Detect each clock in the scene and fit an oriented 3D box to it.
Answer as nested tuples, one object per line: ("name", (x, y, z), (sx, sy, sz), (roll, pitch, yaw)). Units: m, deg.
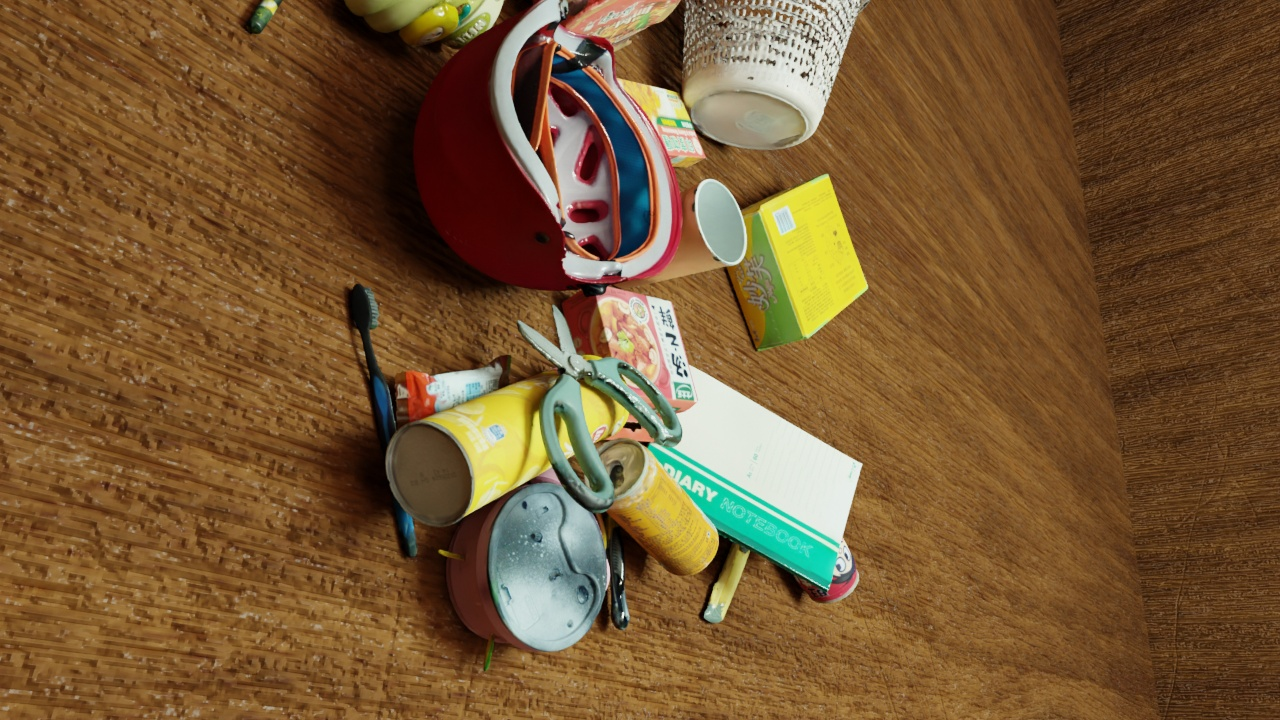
("clock", (-0.073, 0.144, 0.678), (0.158, 0.060, 0.117), (-27, 99, -51))

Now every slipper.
("slipper", (-0.142, -0.288, 0.713), (0.081, 0.092, 0.190), (62, 35, -20))

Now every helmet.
("helmet", (-0.077, -0.144, 0.705), (0.239, 0.144, 0.206), (22, 60, -60))

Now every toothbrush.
("toothbrush", (-0.239, -0.296, 0.652), (0.017, 0.012, 0.185), (37, 51, -32))
("toothbrush", (-0.172, 0.040, 0.624), (0.016, 0.014, 0.189), (-2, 80, -76))

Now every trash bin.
("trash bin", (0.135, -0.349, 1.007), (0.227, 0.228, 0.192), (24, 72, -46))

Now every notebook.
("notebook", (0.106, 0.107, 0.872), (0.209, 0.012, 0.150), (30, 52, -5))

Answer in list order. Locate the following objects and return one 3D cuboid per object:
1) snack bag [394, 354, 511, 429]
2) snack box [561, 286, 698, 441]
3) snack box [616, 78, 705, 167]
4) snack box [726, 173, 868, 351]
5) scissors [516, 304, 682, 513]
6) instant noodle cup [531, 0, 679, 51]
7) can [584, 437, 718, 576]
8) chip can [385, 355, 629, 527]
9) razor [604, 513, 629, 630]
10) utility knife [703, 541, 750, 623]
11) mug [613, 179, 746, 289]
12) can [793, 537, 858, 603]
("snack bag", (-0.133, 0.023, 0.666), (0.104, 0.026, 0.048), (-17, 115, -54))
("snack box", (-0.005, 0.005, 0.809), (0.113, 0.044, 0.127), (8, 62, -51))
("snack box", (0.012, -0.235, 0.918), (0.155, 0.027, 0.077), (-21, 88, -62))
("snack box", (0.182, -0.120, 1.087), (0.209, 0.070, 0.158), (-33, 105, -52))
("scissors", (-0.029, 0.043, 0.657), (0.170, 0.019, 0.178), (39, 34, -30))
("instant noodle cup", (-0.045, -0.350, 0.828), (0.137, 0.138, 0.108), (-28, 92, -52))
("can", (0.012, 0.123, 0.754), (0.146, 0.058, 0.058), (52, 41, -44))
("chip can", (-0.086, 0.050, 0.659), (0.212, 0.072, 0.072), (-23, 96, -61))
("razor", (-0.019, 0.154, 0.773), (0.042, 0.022, 0.142), (32, 52, -56))
("utility knife", (0.103, 0.181, 0.934), (0.031, 0.022, 0.212), (61, 34, -28))
("mug", (0.024, -0.108, 0.835), (0.078, 0.123, 0.078), (23, 60, -47))
("can", (0.189, 0.207, 0.987), (0.094, 0.067, 0.066), (60, 40, -20))
